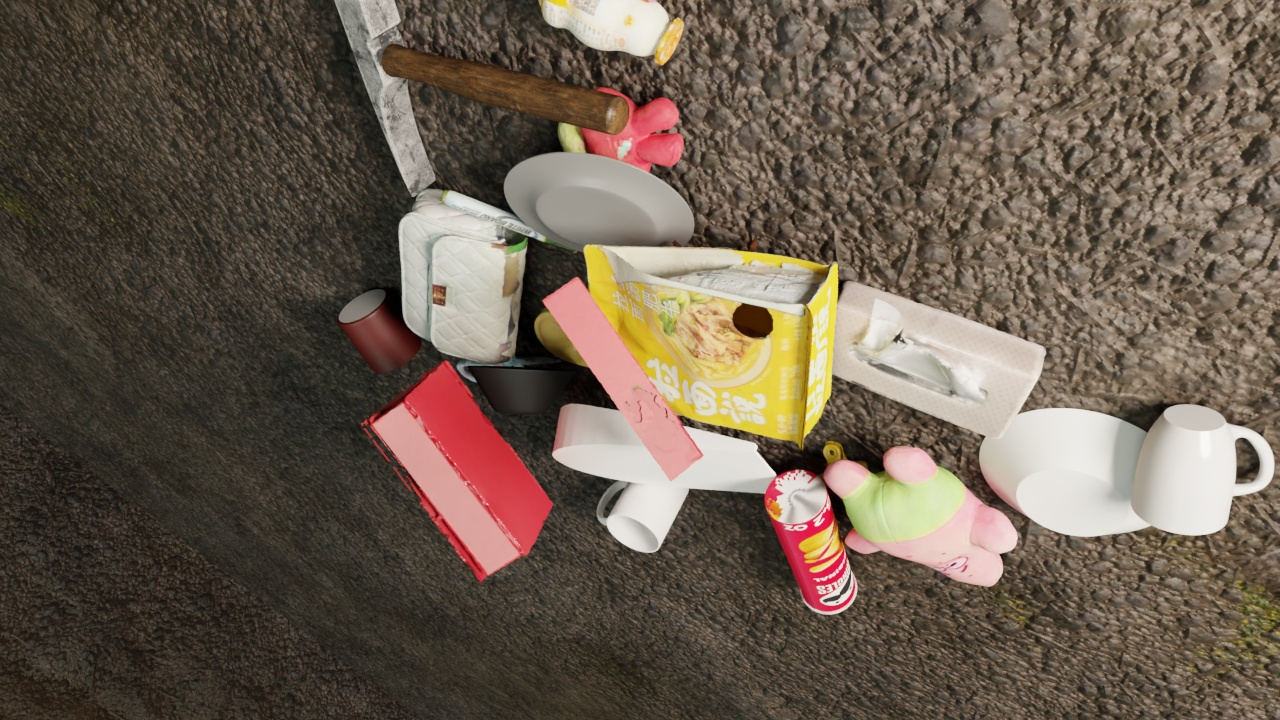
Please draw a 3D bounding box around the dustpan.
[{"bbox_3d":[0.028,0.097,1.045,0.258,0.053,0.191,1,160,22],"label":"dustpan"}]

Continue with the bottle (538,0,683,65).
[{"bbox_3d":[-0.022,-0.266,0.698,0.108,0.063,0.063,30,143,3],"label":"bottle"}]

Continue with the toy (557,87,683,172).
[{"bbox_3d":[-0.020,-0.193,0.794,0.135,0.045,0.092,-1,126,42],"label":"toy"}]

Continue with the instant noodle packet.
[{"bbox_3d":[0.055,-0.020,0.822,0.222,0.084,0.163,12,136,20],"label":"instant noodle packet"}]

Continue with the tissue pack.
[{"bbox_3d":[0.248,0.001,0.809,0.181,0.071,0.104,25,143,15],"label":"tissue pack"}]

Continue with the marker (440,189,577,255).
[{"bbox_3d":[-0.130,-0.140,0.926,0.146,0.017,0.017,20,144,-9],"label":"marker"}]

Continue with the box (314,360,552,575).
[{"bbox_3d":[-0.261,0.146,1.086,0.376,0.147,0.213,-23,106,49],"label":"box"}]

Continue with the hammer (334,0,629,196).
[{"bbox_3d":[-0.132,-0.213,0.820,0.301,0.037,0.218,22,143,29],"label":"hammer"}]

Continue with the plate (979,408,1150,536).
[{"bbox_3d":[0.401,0.119,0.851,0.174,0.036,0.174,20,141,16],"label":"plate"}]

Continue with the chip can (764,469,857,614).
[{"bbox_3d":[0.197,0.211,1.046,0.069,0.069,0.221,8,145,29],"label":"chip can"}]

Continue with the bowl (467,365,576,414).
[{"bbox_3d":[-0.137,0.035,1.055,0.124,0.123,0.052,3,91,33],"label":"bowl"}]

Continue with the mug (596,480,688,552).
[{"bbox_3d":[-0.005,0.184,1.169,0.111,0.090,0.074,0,132,36],"label":"mug"}]

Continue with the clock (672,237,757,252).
[{"bbox_3d":[0.081,-0.047,0.874,0.104,0.056,0.148,2,136,23],"label":"clock"}]

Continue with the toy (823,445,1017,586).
[{"bbox_3d":[0.298,0.173,0.943,0.236,0.096,0.193,39,147,-26],"label":"toy"}]

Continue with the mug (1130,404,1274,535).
[{"bbox_3d":[0.465,0.083,0.751,0.107,0.071,0.089,-6,116,2],"label":"mug"}]

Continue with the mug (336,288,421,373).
[{"bbox_3d":[-0.340,-0.043,1.180,0.106,0.073,0.082,34,156,52],"label":"mug"}]

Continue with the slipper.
[{"bbox_3d":[-0.006,0.006,0.982,0.264,0.078,0.100,18,140,22],"label":"slipper"}]

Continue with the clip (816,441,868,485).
[{"bbox_3d":[0.214,0.112,0.991,0.054,0.046,0.048,-11,159,43],"label":"clip"}]

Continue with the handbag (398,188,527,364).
[{"bbox_3d":[-0.196,-0.085,1.008,0.139,0.072,0.195,19,138,6],"label":"handbag"}]

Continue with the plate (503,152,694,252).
[{"bbox_3d":[-0.039,-0.133,0.844,0.178,0.012,0.179,11,159,4],"label":"plate"}]

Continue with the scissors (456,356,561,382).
[{"bbox_3d":[-0.177,-0.003,1.147,0.170,0.013,0.176,44,138,-19],"label":"scissors"}]
